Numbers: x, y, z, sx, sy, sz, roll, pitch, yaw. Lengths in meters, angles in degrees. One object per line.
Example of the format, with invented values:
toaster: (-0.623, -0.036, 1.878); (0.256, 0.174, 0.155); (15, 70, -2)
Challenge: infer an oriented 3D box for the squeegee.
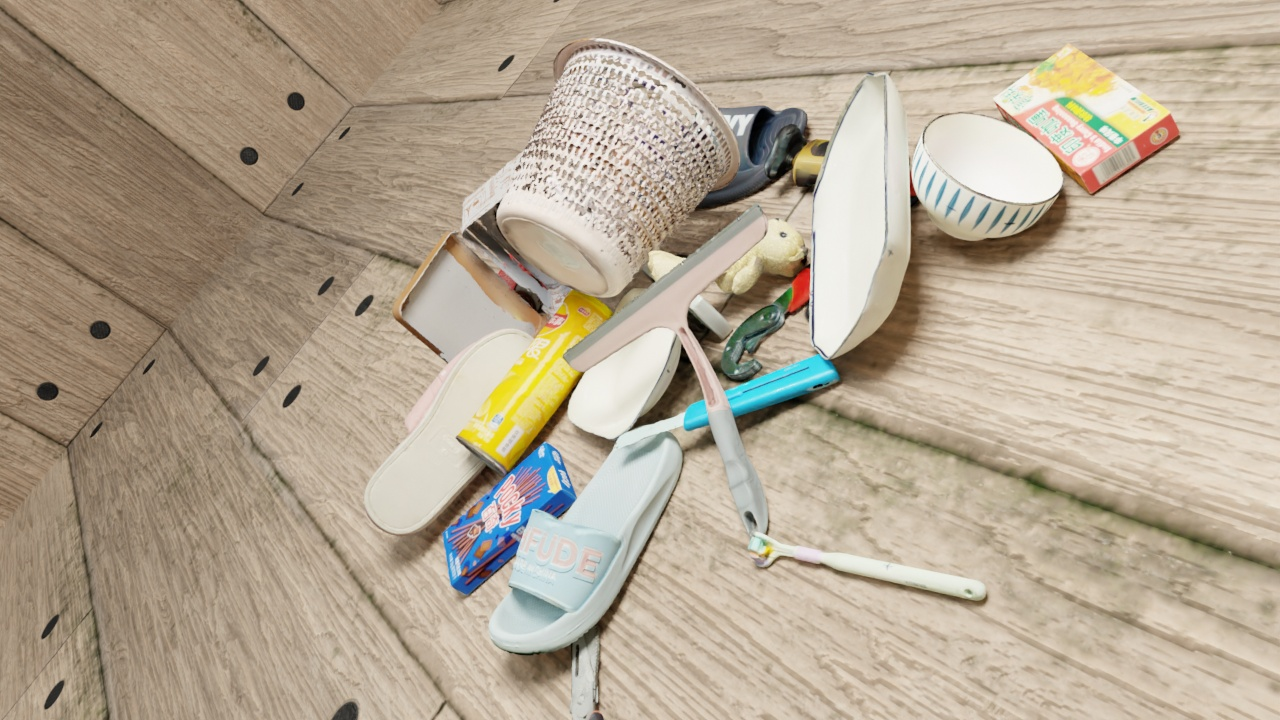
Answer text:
squeegee: (0.061, 0.039, 0.790); (0.248, 0.040, 0.249); (-35, 62, 30)

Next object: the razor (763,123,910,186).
razor: (0.197, -0.203, 0.926); (0.062, 0.068, 0.168); (-42, 37, -22)

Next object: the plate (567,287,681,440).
plate: (-0.006, 0.005, 0.934); (0.164, 0.034, 0.164); (-64, 25, -5)

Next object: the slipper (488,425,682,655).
slipper: (-0.051, 0.151, 0.818); (0.104, 0.074, 0.245); (10, 58, 51)

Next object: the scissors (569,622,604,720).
scissors: (-0.055, 0.295, 0.735); (0.196, 0.015, 0.206); (-57, 28, -10)

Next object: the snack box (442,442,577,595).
snack box: (-0.139, 0.163, 0.952); (0.157, 0.026, 0.084); (-42, 33, 8)

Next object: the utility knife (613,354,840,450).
utility knife: (0.071, 0.042, 0.818); (0.216, 0.018, 0.034); (-22, 39, 17)

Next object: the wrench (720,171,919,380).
wrench: (0.176, -0.086, 0.867); (0.273, 0.016, 0.056); (-45, 37, 4)

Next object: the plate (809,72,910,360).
plate: (0.192, -0.125, 0.793); (0.162, 0.034, 0.265); (113, 167, -58)

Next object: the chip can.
chip can: (-0.110, 0.023, 1.011); (0.072, 0.072, 0.213); (15, 64, 53)

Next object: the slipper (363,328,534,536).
slipper: (-0.208, 0.080, 1.045); (0.274, 0.114, 0.054); (-53, 7, -13)

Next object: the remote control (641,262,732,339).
remote control: (0.046, -0.065, 0.953); (0.019, 0.056, 0.135); (-47, 34, 2)

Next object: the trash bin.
trash bin: (-0.039, -0.182, 0.954); (0.228, 0.227, 0.191); (10, 64, 52)

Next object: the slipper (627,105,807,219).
slipper: (0.069, -0.240, 1.085); (0.269, 0.083, 0.110); (-13, 48, 42)

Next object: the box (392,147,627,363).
box: (-0.155, -0.107, 1.107); (0.273, 0.179, 0.125); (-48, 33, -4)

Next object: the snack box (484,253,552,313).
snack box: (-0.179, -0.047, 1.183); (0.058, 0.057, 0.207); (-2, 54, 44)

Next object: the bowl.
bowl: (0.275, -0.142, 0.751); (0.066, 0.116, 0.116); (104, 175, -49)

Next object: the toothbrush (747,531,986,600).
toothbrush: (0.154, 0.148, 0.653); (0.020, 0.029, 0.190); (-20, 14, -42)

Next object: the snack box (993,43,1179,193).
snack box: (0.367, -0.206, 0.768); (0.077, 0.027, 0.155); (-37, 35, 17)

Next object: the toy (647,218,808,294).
toy: (0.085, -0.100, 0.901); (0.157, 0.066, 0.105); (-8, 15, 5)
